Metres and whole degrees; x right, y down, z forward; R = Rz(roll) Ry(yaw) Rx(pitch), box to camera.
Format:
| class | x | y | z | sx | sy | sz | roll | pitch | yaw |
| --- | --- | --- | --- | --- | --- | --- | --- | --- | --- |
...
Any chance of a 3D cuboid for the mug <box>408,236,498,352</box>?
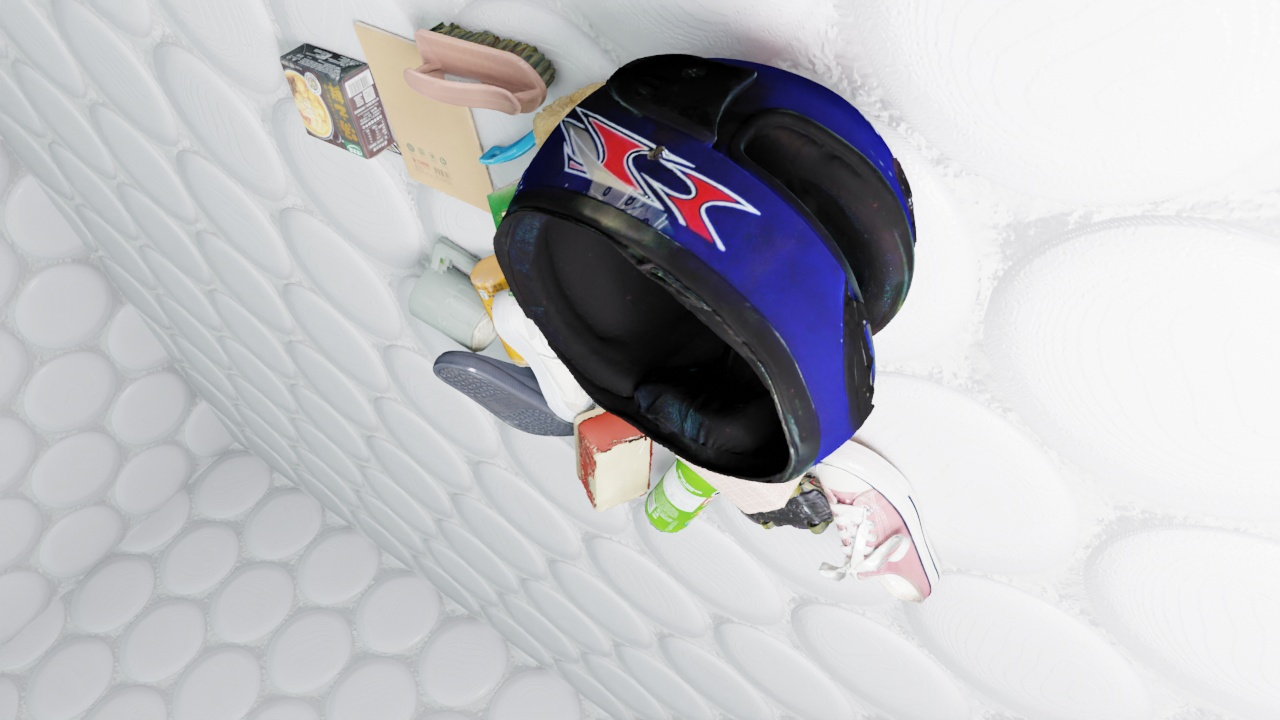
| class | x | y | z | sx | sy | sz | roll | pitch | yaw |
| --- | --- | --- | --- | --- | --- | --- | --- | --- | --- |
| mug | -0.232 | -0.084 | 1.193 | 0.103 | 0.083 | 0.124 | 32 | 126 | 16 |

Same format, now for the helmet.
| class | x | y | z | sx | sy | sz | roll | pitch | yaw |
| --- | --- | --- | --- | --- | --- | --- | --- | --- | --- |
| helmet | 0.066 | -0.079 | 0.630 | 0.316 | 0.239 | 0.247 | 30 | 151 | 42 |

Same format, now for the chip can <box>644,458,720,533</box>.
| class | x | y | z | sx | sy | sz | roll | pitch | yaw |
| --- | --- | --- | --- | --- | --- | --- | --- | --- | --- |
| chip can | 0.064 | 0.152 | 1.146 | 0.072 | 0.072 | 0.237 | 39 | 152 | 6 |

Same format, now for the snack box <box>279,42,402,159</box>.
| class | x | y | z | sx | sy | sz | roll | pitch | yaw |
| --- | --- | --- | --- | --- | --- | --- | --- | --- | --- |
| snack box | -0.345 | -0.293 | 1.066 | 0.113 | 0.053 | 0.126 | 25 | 143 | 28 |

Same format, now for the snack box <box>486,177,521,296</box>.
| class | x | y | z | sx | sy | sz | roll | pitch | yaw |
| --- | --- | --- | --- | --- | --- | --- | --- | --- | --- |
| snack box | -0.082 | -0.137 | 0.898 | 0.118 | 0.118 | 0.105 | -3 | 117 | 52 |

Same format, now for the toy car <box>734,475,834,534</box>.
| class | x | y | z | sx | sy | sz | roll | pitch | yaw |
| --- | --- | --- | --- | --- | --- | --- | --- | --- | --- |
| toy car | 0.163 | 0.163 | 1.068 | 0.070 | 0.042 | 0.158 | 51 | 150 | -17 |

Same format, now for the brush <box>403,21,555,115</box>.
| class | x | y | z | sx | sy | sz | roll | pitch | yaw |
| --- | --- | --- | --- | --- | --- | --- | --- | --- | --- |
| brush | -0.145 | -0.257 | 0.833 | 0.146 | 0.072 | 0.063 | 24 | 146 | 27 |

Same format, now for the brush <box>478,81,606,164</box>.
| class | x | y | z | sx | sy | sz | roll | pitch | yaw |
| --- | --- | --- | --- | --- | --- | --- | --- | --- | --- |
| brush | -0.094 | -0.208 | 0.853 | 0.046 | 0.083 | 0.255 | 51 | 158 | -22 |

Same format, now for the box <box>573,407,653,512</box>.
| class | x | y | z | sx | sy | sz | roll | pitch | yaw |
| --- | --- | --- | --- | --- | --- | --- | --- | --- | --- |
| box | -0.034 | 0.133 | 1.199 | 0.169 | 0.091 | 0.080 | 92 | 153 | -55 |

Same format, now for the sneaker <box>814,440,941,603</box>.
| class | x | y | z | sx | sy | sz | roll | pitch | yaw |
| --- | --- | --- | --- | --- | --- | --- | --- | --- | --- |
| sneaker | 0.239 | 0.184 | 0.954 | 0.118 | 0.087 | 0.241 | 5 | 136 | 49 |

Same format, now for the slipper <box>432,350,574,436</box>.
| class | x | y | z | sx | sy | sz | roll | pitch | yaw |
| --- | --- | --- | --- | --- | --- | --- | --- | --- | --- |
| slipper | -0.163 | 0.032 | 1.248 | 0.111 | 0.083 | 0.268 | -5 | 153 | 37 |

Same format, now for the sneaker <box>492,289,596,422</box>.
| class | x | y | z | sx | sy | sz | roll | pitch | yaw |
| --- | --- | --- | --- | --- | --- | --- | --- | --- | --- |
| sneaker | -0.086 | -0.008 | 1.111 | 0.091 | 0.089 | 0.242 | -7 | 144 | 18 |

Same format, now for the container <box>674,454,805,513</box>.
| class | x | y | z | sx | sy | sz | roll | pitch | yaw |
| --- | --- | --- | --- | --- | --- | --- | --- | --- | --- |
| container | 0.115 | 0.102 | 0.996 | 0.111 | 0.089 | 0.090 | 43 | 152 | -9 |

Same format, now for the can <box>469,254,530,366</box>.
| class | x | y | z | sx | sy | sz | roll | pitch | yaw |
| --- | --- | --- | --- | --- | --- | --- | --- | --- | --- |
| can | -0.159 | -0.061 | 1.141 | 0.058 | 0.058 | 0.146 | 20 | 145 | 35 |

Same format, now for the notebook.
| class | x | y | z | sx | sy | sz | roll | pitch | yaw |
| --- | --- | --- | --- | --- | --- | --- | --- | --- | --- |
| notebook | -0.230 | -0.259 | 1.005 | 0.148 | 0.008 | 0.208 | 26 | 148 | 26 |
